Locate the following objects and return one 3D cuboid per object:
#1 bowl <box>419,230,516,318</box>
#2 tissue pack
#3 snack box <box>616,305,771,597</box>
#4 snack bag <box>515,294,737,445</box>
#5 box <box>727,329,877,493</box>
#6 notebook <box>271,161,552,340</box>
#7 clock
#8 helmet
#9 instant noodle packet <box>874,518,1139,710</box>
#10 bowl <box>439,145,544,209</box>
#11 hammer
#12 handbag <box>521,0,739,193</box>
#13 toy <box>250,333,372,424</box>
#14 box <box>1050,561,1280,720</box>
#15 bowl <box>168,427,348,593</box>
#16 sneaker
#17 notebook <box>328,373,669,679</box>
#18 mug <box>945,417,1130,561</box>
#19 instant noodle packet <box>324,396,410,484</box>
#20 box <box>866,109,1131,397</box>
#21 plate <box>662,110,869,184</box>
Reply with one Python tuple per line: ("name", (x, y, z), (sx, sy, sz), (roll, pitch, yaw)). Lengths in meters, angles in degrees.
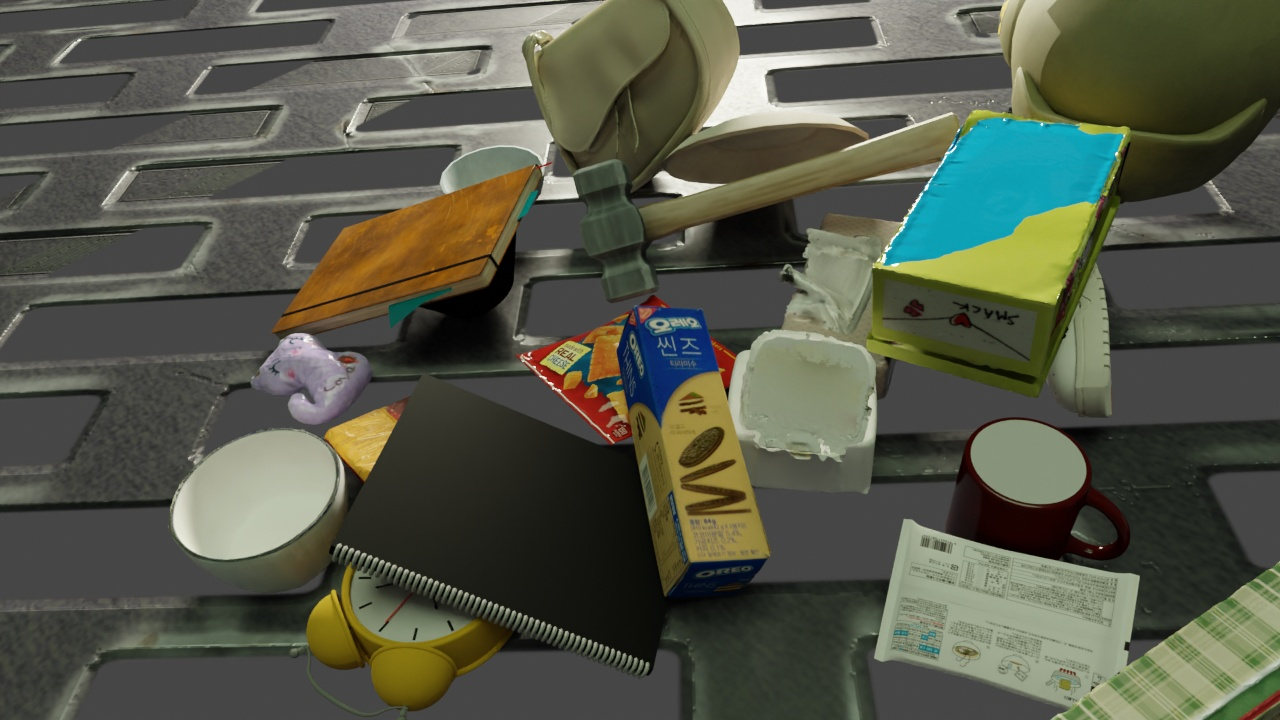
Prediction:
("bowl", (-0.151, -0.074, 0.816), (0.124, 0.052, 0.123), (-20, 37, 16))
("tissue pack", (0.172, -0.058, 0.761), (0.104, 0.071, 0.180), (13, 51, 19))
("snack box", (0.031, 0.055, 0.633), (0.056, 0.057, 0.206), (1, 53, -18))
("snack bag", (-0.004, 0.004, 0.735), (0.143, 0.039, 0.131), (-25, 46, -30))
("box", (0.113, 0.018, 0.643), (0.110, 0.130, 0.102), (2, 44, 12))
("notebook", (-0.203, -0.092, 0.815), (0.250, 0.014, 0.178), (-12, 40, 26))
("clock", (-0.143, 0.158, 0.590), (0.114, 0.052, 0.151), (20, 47, 25))
("helmet", (0.421, -0.248, 0.767), (0.250, 0.256, 0.232), (17, 46, 24))
("instant noodle packet", (0.216, 0.152, 0.544), (0.134, 0.026, 0.087), (12, 76, 19))
("bowl", (-0.147, -0.175, 0.937), (0.106, 0.039, 0.106), (-4, 44, 4))
("hammer", (0.105, -0.144, 0.775), (0.323, 0.117, 0.051), (-15, 3, 11))
("handbag", (-0.018, -0.256, 0.856), (0.230, 0.184, 0.131), (-21, 26, 45))
("toy", (-0.277, 0.015, 0.763), (0.100, 0.036, 0.080), (14, 52, 19))
("box", (0.266, 0.189, 0.460), (0.205, 0.118, 0.050), (-23, 42, -17))
("bowl", (-0.258, 0.110, 0.641), (0.116, 0.066, 0.116), (-4, 44, 3))
("sneaker", (0.304, -0.047, 0.724), (0.104, 0.090, 0.236), (-9, 47, 22))
("notebook", (-0.074, 0.103, 0.600), (0.206, 0.016, 0.148), (23, 46, -6))
("mug", (0.253, 0.094, 0.579), (0.106, 0.083, 0.073), (16, 49, 22))
("instant noodle packet", (-0.166, 0.064, 0.672), (0.098, 0.040, 0.135), (-20, 28, -31))
("box", (0.257, -0.087, 0.650), (0.124, 0.082, 0.220), (16, 48, 27))
("plate", (0.113, -0.199, 0.846), (0.189, 0.188, 0.027), (-5, 87, 2))
